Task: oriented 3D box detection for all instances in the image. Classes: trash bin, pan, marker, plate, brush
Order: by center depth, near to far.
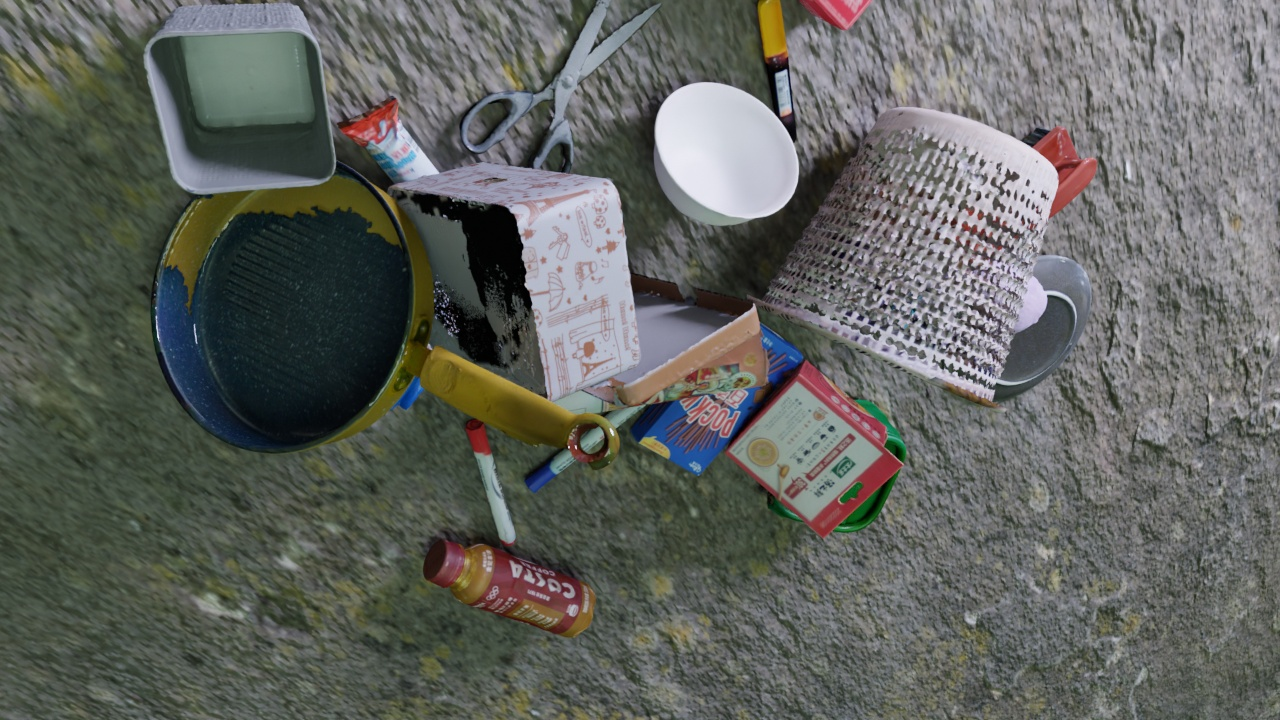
[{"bbox_3d":[-0.164,-0.011,0.571,0.198,0.358,0.078,-70,164,3],"label":"pan"},{"bbox_3d":[0.108,-0.226,0.722,0.018,0.015,0.124,-22,129,-6],"label":"marker"},{"bbox_3d":[0.226,-0.089,0.748,0.227,0.227,0.192,20,97,-31],"label":"trash bin"},{"bbox_3d":[0.336,-0.141,0.832,0.146,0.069,0.063,-40,126,6],"label":"brush"},{"bbox_3d":[-0.135,0.114,0.838,0.017,0.017,0.145,-17,125,-11],"label":"marker"},{"bbox_3d":[-0.046,0.072,0.846,0.146,0.017,0.017,-39,127,5],"label":"marker"},{"bbox_3d":[0.400,-0.026,0.959,0.179,0.024,0.180,-10,123,-16],"label":"plate"}]

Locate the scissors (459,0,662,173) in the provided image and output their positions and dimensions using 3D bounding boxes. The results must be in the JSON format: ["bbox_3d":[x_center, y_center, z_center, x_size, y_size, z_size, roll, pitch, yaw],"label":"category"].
[{"bbox_3d":[-0.059,-0.198,0.672,0.170,0.014,0.160,-12,125,-15],"label":"scissors"}]

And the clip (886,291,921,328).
[{"bbox_3d":[0.262,-0.055,0.889,0.057,0.049,0.015,-44,125,1],"label":"clip"}]

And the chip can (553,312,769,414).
[{"bbox_3d":[-0.005,0.004,0.770,0.214,0.071,0.071,-9,124,-8],"label":"chip can"}]

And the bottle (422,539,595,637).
[{"bbox_3d":[-0.125,0.217,0.881,0.175,0.057,0.057,30,106,-33],"label":"bottle"}]

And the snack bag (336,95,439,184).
[{"bbox_3d":[-0.167,-0.139,0.658,0.048,0.026,0.104,-26,127,6],"label":"snack bag"}]

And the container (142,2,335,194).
[{"bbox_3d":[-0.239,-0.166,0.557,0.090,0.114,0.090,-8,123,-17],"label":"container"}]

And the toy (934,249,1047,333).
[{"bbox_3d":[0.346,-0.068,0.893,0.108,0.039,0.084,37,106,-14],"label":"toy"}]

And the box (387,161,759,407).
[{"bbox_3d":[-0.040,-0.065,0.648,0.192,0.183,0.157,-25,119,-32],"label":"box"}]

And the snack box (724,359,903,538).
[{"bbox_3d":[0.165,0.084,0.870,0.127,0.044,0.113,41,116,2],"label":"snack box"}]

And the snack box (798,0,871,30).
[{"bbox_3d":[0.086,-0.318,0.628,0.207,0.057,0.058,31,108,-34],"label":"snack box"}]

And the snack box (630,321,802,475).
[{"bbox_3d":[0.072,0.032,0.862,0.084,0.026,0.157,31,105,-34],"label":"snack box"}]

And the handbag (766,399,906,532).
[{"bbox_3d":[0.199,0.106,0.941,0.120,0.068,0.131,9,119,-17],"label":"handbag"}]

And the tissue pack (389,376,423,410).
[{"bbox_3d":[-0.213,-0.031,0.692,0.095,0.052,0.157,-47,126,8],"label":"tissue pack"}]

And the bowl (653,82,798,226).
[{"bbox_3d":[0.055,-0.147,0.710,0.118,0.118,0.065,-1,160,-22],"label":"bowl"}]
